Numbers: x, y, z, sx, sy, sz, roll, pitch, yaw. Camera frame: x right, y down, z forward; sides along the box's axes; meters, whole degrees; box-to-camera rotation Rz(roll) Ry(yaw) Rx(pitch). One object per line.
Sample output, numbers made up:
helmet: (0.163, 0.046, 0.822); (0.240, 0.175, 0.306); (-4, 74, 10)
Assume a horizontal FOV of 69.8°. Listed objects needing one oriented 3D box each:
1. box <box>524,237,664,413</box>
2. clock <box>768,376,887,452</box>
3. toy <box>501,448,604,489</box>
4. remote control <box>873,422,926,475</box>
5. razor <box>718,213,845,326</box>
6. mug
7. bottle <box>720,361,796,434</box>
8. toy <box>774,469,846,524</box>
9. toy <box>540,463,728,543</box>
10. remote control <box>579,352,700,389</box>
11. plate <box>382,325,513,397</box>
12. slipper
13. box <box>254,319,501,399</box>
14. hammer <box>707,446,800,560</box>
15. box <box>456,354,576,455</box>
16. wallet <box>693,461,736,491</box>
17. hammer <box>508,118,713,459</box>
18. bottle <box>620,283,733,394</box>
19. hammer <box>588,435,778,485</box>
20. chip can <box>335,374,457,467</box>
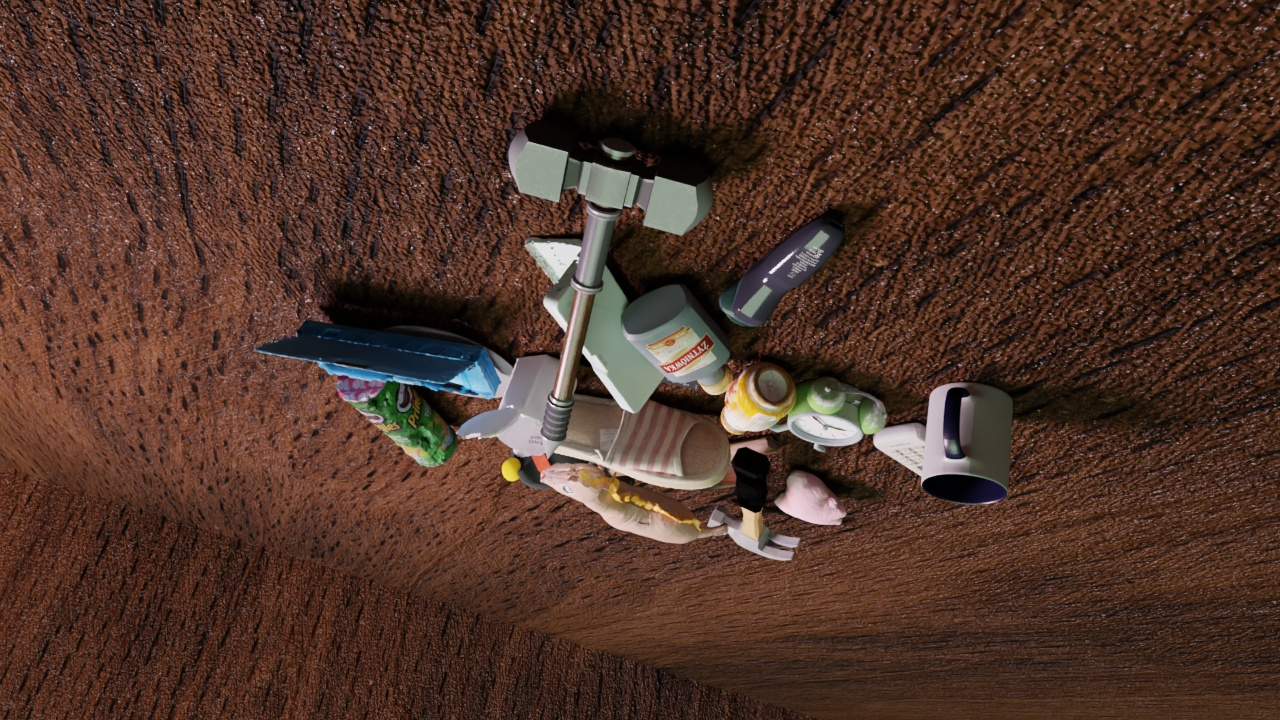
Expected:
box: (-0.047, -0.043, 0.890); (0.096, 0.085, 0.199); (29, 163, 35)
clock: (0.201, 0.054, 0.967); (0.094, 0.042, 0.120); (24, 153, -21)
toy: (-0.112, 0.117, 1.208); (0.119, 0.097, 0.099); (-23, 141, 19)
remote control: (0.325, 0.107, 1.028); (0.138, 0.025, 0.060); (30, 150, -30)
razor: (0.117, -0.073, 0.751); (0.047, 0.052, 0.143); (25, 147, -15)
mug: (0.312, 0.073, 0.885); (0.079, 0.096, 0.112); (-2, 150, 31)
bottle: (0.119, 0.045, 0.968); (0.063, 0.063, 0.109); (19, 153, -8)
toy: (0.225, 0.184, 1.205); (0.093, 0.050, 0.103); (23, 153, 11)
toy: (-0.004, 0.181, 1.182); (0.196, 0.065, 0.264); (1, 157, 18)
remote control: (-0.006, 0.006, 1.011); (0.150, 0.013, 0.034); (12, 154, 6)
plate: (-0.232, 0.000, 1.118); (0.178, 0.012, 0.179); (12, 154, 6)
slipper: (-0.024, 0.084, 1.077); (0.263, 0.114, 0.052); (11, 141, 17)
box: (-0.291, -0.006, 1.051); (0.232, 0.066, 0.173); (9, 174, 11)
hammer: (0.146, 0.190, 1.202); (0.131, 0.039, 0.328); (23, 158, 18)
box: (-0.136, 0.056, 1.024); (0.085, 0.159, 0.119); (-4, 139, 23)
wallet: (0.100, 0.153, 1.245); (0.072, 0.019, 0.123); (32, 149, -32)
hammer: (-0.051, -0.033, 0.764); (0.156, 0.043, 0.323); (15, 127, -1)
bottle: (0.047, -0.013, 0.892); (0.072, 0.046, 0.161); (-26, 146, 15)
hammer: (0.039, 0.132, 1.214); (0.329, 0.052, 0.098); (-13, 143, 39)
chip can: (-0.324, 0.073, 1.244); (0.075, 0.075, 0.223); (5, 153, 19)
